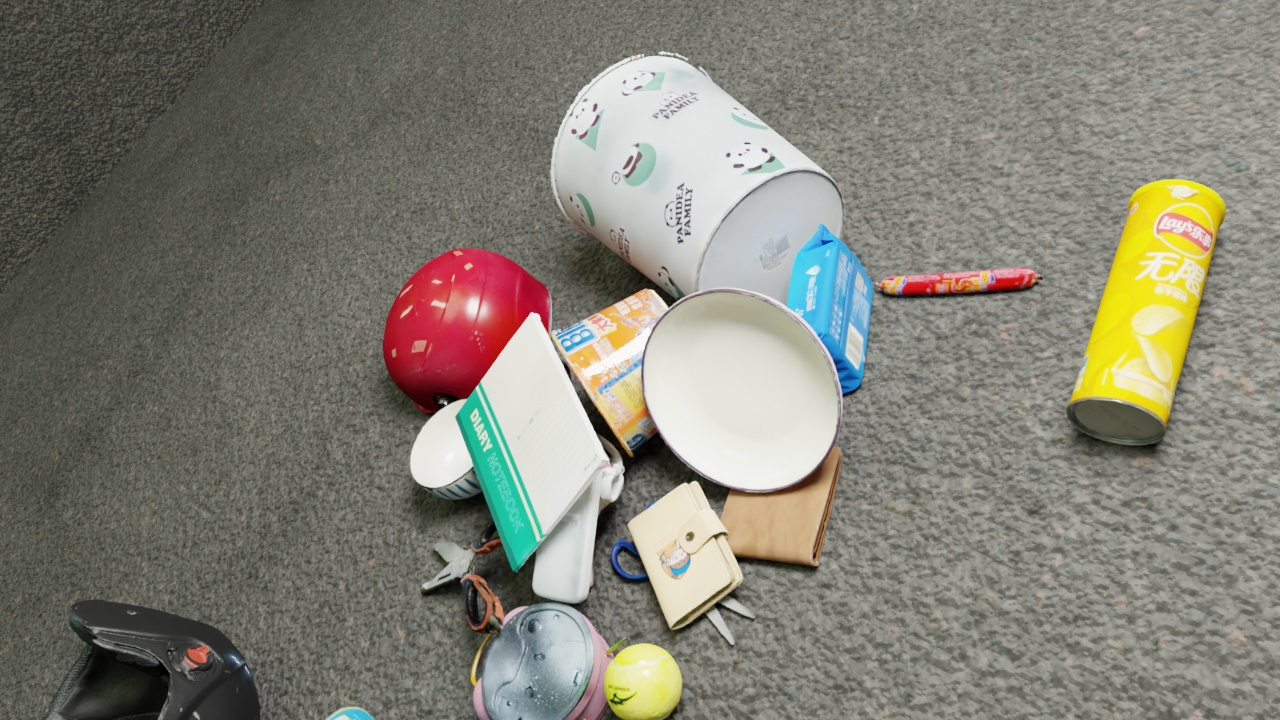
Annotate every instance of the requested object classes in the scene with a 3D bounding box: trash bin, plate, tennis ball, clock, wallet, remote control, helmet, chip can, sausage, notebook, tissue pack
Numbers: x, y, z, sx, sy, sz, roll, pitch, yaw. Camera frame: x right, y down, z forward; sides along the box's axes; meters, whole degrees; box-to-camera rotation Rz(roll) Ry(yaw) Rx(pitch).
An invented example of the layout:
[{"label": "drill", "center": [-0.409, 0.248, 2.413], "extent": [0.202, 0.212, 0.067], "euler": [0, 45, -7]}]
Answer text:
[{"label": "trash bin", "center": [0.063, -0.170, 0.968], "extent": [0.229, 0.229, 0.252], "euler": [-42, 50, 0]}, {"label": "plate", "center": [0.092, 0.024, 0.820], "extent": [0.193, 0.192, 0.038], "euler": [-3, 18, 33]}, {"label": "tennis ball", "center": [0.002, 0.271, 0.769], "extent": [0.066, 0.065, 0.065], "euler": [-19, 48, 22]}, {"label": "clock", "center": [-0.094, 0.282, 0.834], "extent": [0.159, 0.060, 0.117], "euler": [1, 59, 34]}, {"label": "wallet", "center": [0.125, 0.128, 0.830], "extent": [0.101, 0.020, 0.115], "euler": [0, 54, 36]}, {"label": "remote control", "center": [-0.066, 0.150, 0.835], "extent": [0.056, 0.020, 0.136], "euler": [3, 83, 31]}, {"label": "helmet", "center": [-0.234, -0.046, 1.129], "extent": [0.240, 0.144, 0.206], "euler": [-19, 50, 23]}, {"label": "chip can", "center": [0.403, -0.040, 0.729], "extent": [0.072, 0.072, 0.213], "euler": [9, 64, 39]}, {"label": "sausage", "center": [0.296, -0.073, 0.866], "extent": [0.156, 0.020, 0.020], "euler": [-1, 57, 35]}, {"label": "notebook", "center": [-0.110, 0.072, 0.871], "extent": [0.151, 0.012, 0.209], "euler": [-51, 44, 21]}, {"label": "wallet", "center": [0.040, 0.171, 0.829], "extent": [0.087, 0.024, 0.115], "euler": [-38, 46, 13]}, {"label": "chip can", "center": [-0.217, 0.390, 0.826], "extent": [0.210, 0.071, 0.071], "euler": [15, 67, 42]}, {"label": "tissue pack", "center": [0.177, -0.045, 0.873], "extent": [0.052, 0.095, 0.156], "euler": [-10, 52, 36]}, {"label": "helmet", "center": [-0.500, 0.376, 0.922], "extent": [0.275, 0.230, 0.233], "euler": [26, 89, 45]}]

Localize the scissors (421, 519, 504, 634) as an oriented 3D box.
[{"label": "scissors", "center": [-0.166, 0.206, 0.916], "extent": [0.189, 0.015, 0.224], "euler": [-58, 31, 14]}]

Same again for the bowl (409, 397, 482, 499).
[{"label": "bowl", "center": [-0.194, 0.107, 1.034], "extent": [0.117, 0.066, 0.116], "euler": [-19, 47, 22]}]

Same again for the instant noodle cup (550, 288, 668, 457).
[{"label": "instant noodle cup", "center": [-0.006, 0.005, 0.931], "extent": [0.111, 0.151, 0.151], "euler": [-33, 44, -3]}]

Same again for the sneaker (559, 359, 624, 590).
[{"label": "sneaker", "center": [-0.059, 0.110, 0.908], "extent": [0.088, 0.118, 0.240], "euler": [-9, 70, 7]}]

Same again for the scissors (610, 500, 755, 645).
[{"label": "scissors", "center": [0.044, 0.188, 0.845], "extent": [0.170, 0.012, 0.143], "euler": [-3, 57, 32]}]
